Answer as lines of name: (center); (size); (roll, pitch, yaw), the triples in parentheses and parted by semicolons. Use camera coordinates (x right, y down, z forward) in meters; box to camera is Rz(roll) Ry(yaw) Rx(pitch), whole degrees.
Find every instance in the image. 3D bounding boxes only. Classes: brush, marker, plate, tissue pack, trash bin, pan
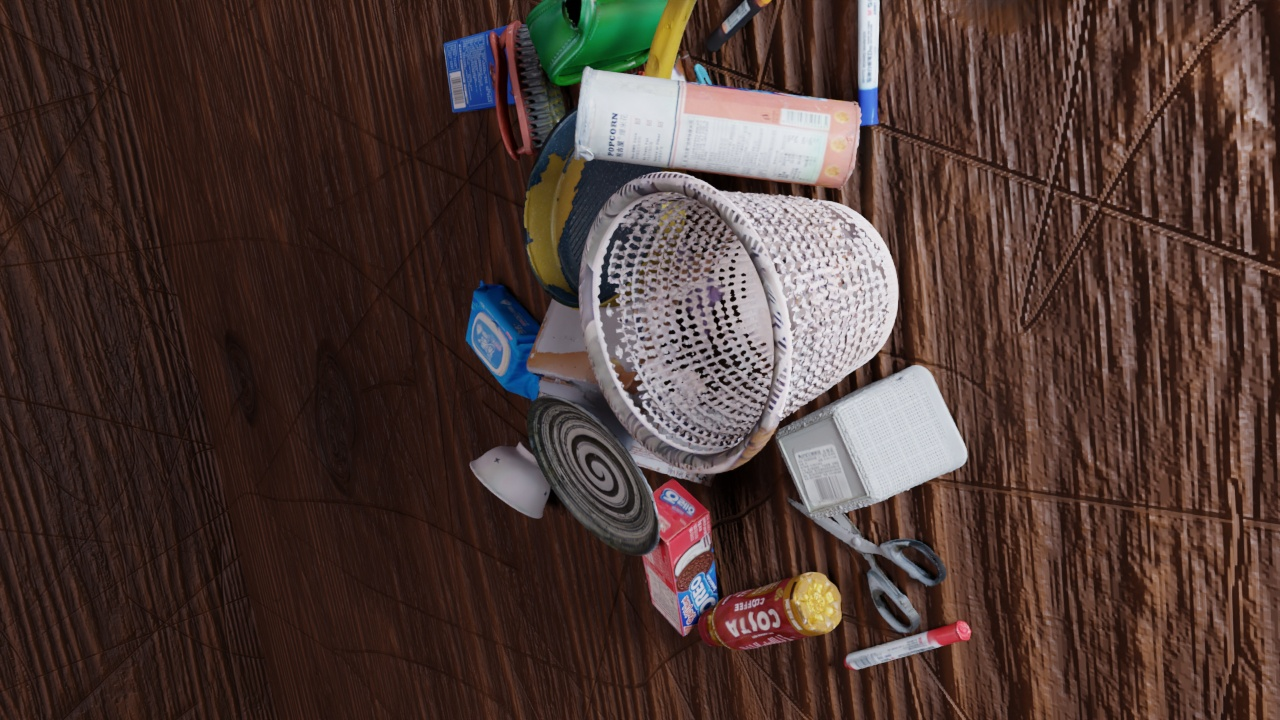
brush: (-0.127, -0.297, 1.006); (0.069, 0.063, 0.146); (-8, 97, 19)
marker: (0.094, -0.303, 0.785); (0.124, 0.015, 0.018); (-29, 78, 54)
plate: (-0.042, 0.104, 0.861); (0.179, 0.024, 0.180); (33, 142, 30)
marker: (0.174, -0.255, 0.701); (0.017, 0.016, 0.146); (15, 114, 48)
marker: (0.233, 0.256, 0.817); (0.146, 0.017, 0.017); (-42, 70, 49)
tissue pack: (-0.172, -0.025, 1.181); (0.157, 0.052, 0.095); (45, 134, 31)
trash bin: (0.092, -0.044, 0.736); (0.228, 0.191, 0.228); (22, 119, 46)
pan: (-0.009, -0.203, 0.818); (0.358, 0.078, 0.197); (-54, 53, 28)

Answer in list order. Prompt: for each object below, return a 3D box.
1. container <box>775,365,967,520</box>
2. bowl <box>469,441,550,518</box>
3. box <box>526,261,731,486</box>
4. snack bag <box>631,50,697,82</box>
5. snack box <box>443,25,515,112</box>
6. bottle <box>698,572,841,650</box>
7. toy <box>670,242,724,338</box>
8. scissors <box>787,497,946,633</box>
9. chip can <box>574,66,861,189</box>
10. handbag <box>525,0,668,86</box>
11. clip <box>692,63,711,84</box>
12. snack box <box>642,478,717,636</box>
container: (0.180, 0.068, 0.733); (0.090, 0.114, 0.090); (-33, 77, 51)
bowl: (-0.157, 0.146, 1.205); (0.118, 0.118, 0.065); (39, 91, 36)
box: (-0.006, 0.004, 0.939); (0.183, 0.156, 0.192); (13, 82, 48)
snack bag: (0.024, -0.259, 0.865); (0.104, 0.026, 0.048); (16, 127, 64)
snack box: (-0.181, -0.345, 1.094); (0.157, 0.026, 0.084); (11, 112, 48)
bottle: (0.123, 0.256, 0.919); (0.175, 0.057, 0.057); (-35, 75, 50)
toy: (0.044, -0.079, 0.908); (0.108, 0.038, 0.084); (49, 149, 26)
scissors: (0.201, 0.169, 0.828); (0.160, 0.014, 0.170); (-18, 88, 52)
chip can: (0.059, -0.181, 0.719); (0.071, 0.215, 0.071); (179, 97, -89)
handbag: (-0.031, -0.313, 0.837); (0.120, 0.131, 0.068); (-29, 85, 58)
clip: (0.059, -0.246, 0.848); (0.049, 0.015, 0.057); (-21, 88, 54)
snack box: (0.039, 0.208, 0.948); (0.058, 0.057, 0.208); (40, 154, 34)
